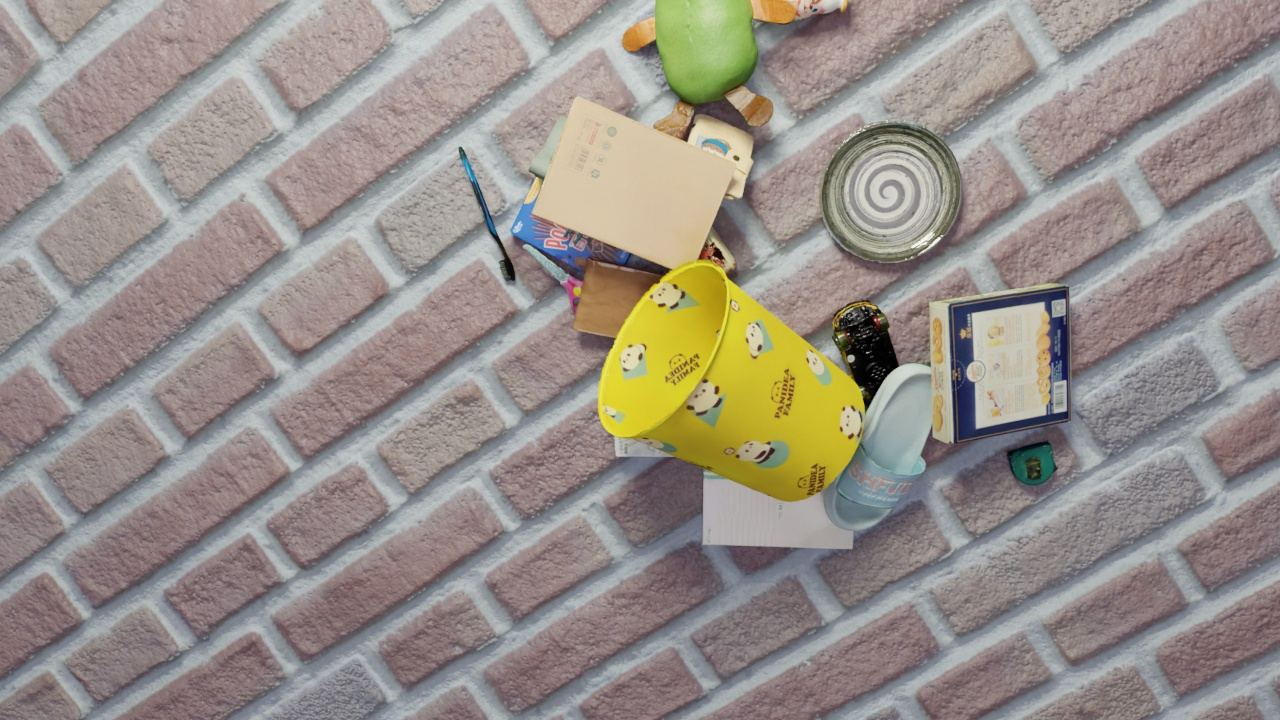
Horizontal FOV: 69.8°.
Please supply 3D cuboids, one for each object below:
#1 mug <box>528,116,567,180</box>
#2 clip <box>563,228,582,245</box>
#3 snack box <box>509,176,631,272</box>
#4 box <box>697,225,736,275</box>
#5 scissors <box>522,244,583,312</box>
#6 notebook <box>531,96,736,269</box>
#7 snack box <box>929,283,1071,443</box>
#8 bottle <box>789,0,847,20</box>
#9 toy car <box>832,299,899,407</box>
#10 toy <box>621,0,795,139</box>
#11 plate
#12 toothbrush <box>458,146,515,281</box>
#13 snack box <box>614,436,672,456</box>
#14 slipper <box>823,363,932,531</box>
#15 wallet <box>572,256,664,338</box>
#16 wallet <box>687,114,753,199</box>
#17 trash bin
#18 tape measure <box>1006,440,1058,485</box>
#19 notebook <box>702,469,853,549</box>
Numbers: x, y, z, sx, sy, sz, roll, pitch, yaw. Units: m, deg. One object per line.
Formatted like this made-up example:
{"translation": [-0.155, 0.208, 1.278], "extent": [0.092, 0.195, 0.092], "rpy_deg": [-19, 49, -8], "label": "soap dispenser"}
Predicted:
{"translation": [-0.075, -0.239, 1.148], "extent": [0.103, 0.123, 0.084], "rpy_deg": [26, 123, -3], "label": "mug"}
{"translation": [-0.077, -0.177, 1.185], "extent": [0.043, 0.014, 0.056], "rpy_deg": [35, 101, -3], "label": "clip"}
{"translation": [-0.085, -0.170, 1.209], "extent": [0.157, 0.026, 0.085], "rpy_deg": [28, 103, -1], "label": "snack box"}
{"translation": [0.057, -0.176, 1.162], "extent": [0.077, 0.091, 0.168], "rpy_deg": [-33, 97, 15], "label": "box"}
{"translation": [-0.104, -0.110, 1.219], "extent": [0.133, 0.017, 0.057], "rpy_deg": [38, 113, -15], "label": "scissors"}
{"translation": [-0.007, -0.205, 1.094], "extent": [0.207, 0.008, 0.148], "rpy_deg": [20, 101, -10], "label": "notebook"}
{"translation": [0.457, 0.003, 1.162], "extent": [0.182, 0.046, 0.178], "rpy_deg": [-8, 101, -15], "label": "snack box"}
{"translation": [0.197, -0.445, 1.113], "extent": [0.108, 0.063, 0.063], "rpy_deg": [6, 102, 3], "label": "bottle"}
{"translation": [0.300, -0.004, 1.201], "extent": [0.071, 0.041, 0.156], "rpy_deg": [-24, 112, 6], "label": "toy car"}
{"translation": [0.078, -0.397, 1.115], "extent": [0.227, 0.089, 0.247], "rpy_deg": [-3, 100, 22], "label": "toy"}
{"translation": [0.318, -0.215, 1.170], "extent": [0.179, 0.024, 0.179], "rpy_deg": [1, 103, 5], "label": "plate"}
{"translation": [-0.207, -0.194, 1.222], "extent": [0.016, 0.014, 0.189], "rpy_deg": [-16, 100, 31], "label": "toothbrush"}
{"translation": [0.043, 0.087, 1.247], "extent": [0.157, 0.027, 0.085], "rpy_deg": [-1, 95, 6], "label": "snack box"}
{"translation": [0.328, 0.121, 1.196], "extent": [0.104, 0.074, 0.246], "rpy_deg": [15, 107, -19], "label": "slipper"}
{"translation": [-0.024, -0.076, 1.206], "extent": [0.115, 0.020, 0.101], "rpy_deg": [13, 113, -4], "label": "wallet"}
{"translation": [0.098, -0.252, 1.144], "extent": [0.087, 0.115, 0.024], "rpy_deg": [18, 145, -4], "label": "wallet"}
{"translation": [0.117, 0.039, 1.112], "extent": [0.255, 0.229, 0.230], "rpy_deg": [30, 103, -27], "label": "trash bin"}
{"translation": [0.523, 0.139, 1.223], "extent": [0.058, 0.025, 0.054], "rpy_deg": [-16, 99, 8], "label": "tape measure"}
{"translation": [0.191, 0.186, 1.267], "extent": [0.209, 0.012, 0.150], "rpy_deg": [0, 100, 5], "label": "notebook"}
